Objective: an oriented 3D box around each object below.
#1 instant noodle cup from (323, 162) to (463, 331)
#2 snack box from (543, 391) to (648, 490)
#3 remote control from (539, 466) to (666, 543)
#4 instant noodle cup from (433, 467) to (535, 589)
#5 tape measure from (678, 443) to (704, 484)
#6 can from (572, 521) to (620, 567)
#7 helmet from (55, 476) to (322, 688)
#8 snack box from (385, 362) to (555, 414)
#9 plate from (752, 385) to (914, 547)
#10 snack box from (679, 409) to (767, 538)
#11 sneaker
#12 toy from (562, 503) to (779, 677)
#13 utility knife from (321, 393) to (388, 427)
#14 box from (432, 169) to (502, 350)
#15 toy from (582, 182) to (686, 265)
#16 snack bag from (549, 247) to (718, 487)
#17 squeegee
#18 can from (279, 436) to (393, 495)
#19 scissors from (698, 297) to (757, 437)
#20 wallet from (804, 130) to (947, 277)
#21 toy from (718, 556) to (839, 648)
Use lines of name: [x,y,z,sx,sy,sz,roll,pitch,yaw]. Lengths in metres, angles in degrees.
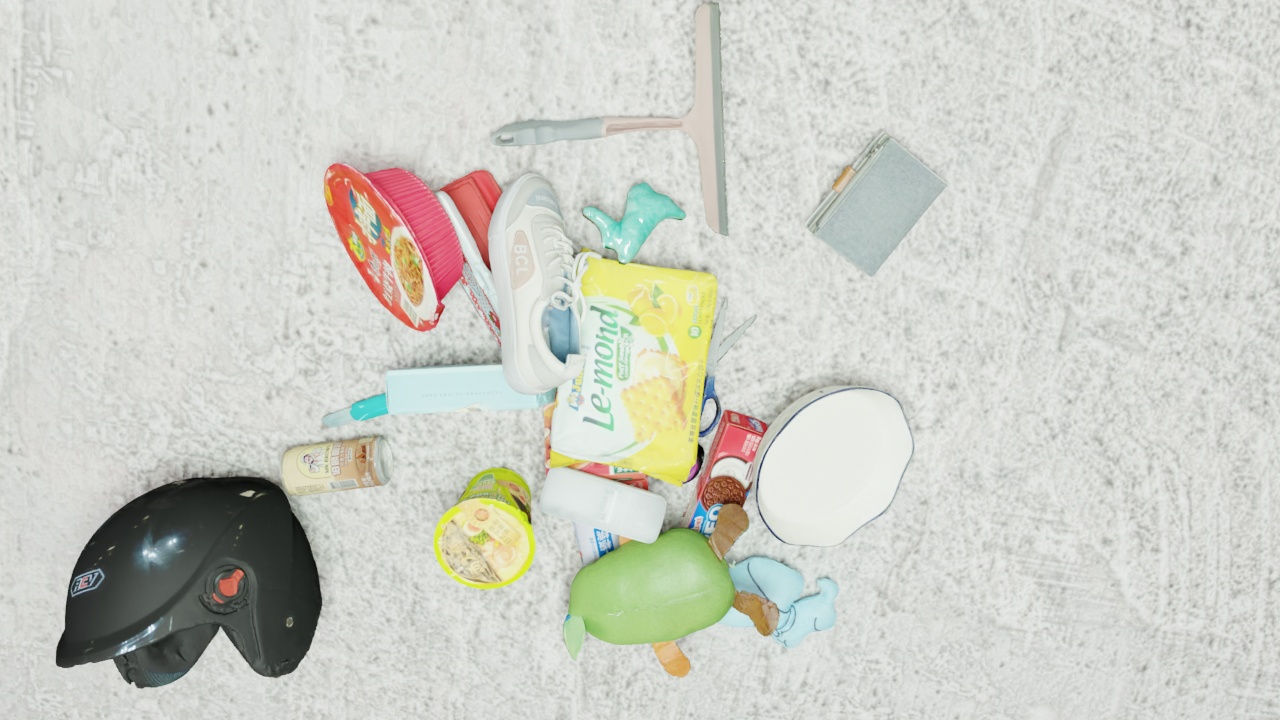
instant noodle cup: [-0.248,-0.126,0.955,0.065,0.194,0.194,-34,108,-29]
snack box: [-0.051,0.098,1.044,0.113,0.044,0.127,-5,72,0]
remote control: [-0.041,0.157,1.004,0.136,0.020,0.056,16,93,1]
instant noodle cup: [-0.172,0.183,1.059,0.111,0.123,0.112,0,108,-1]
tape measure: [0.044,0.116,1.085,0.057,0.039,0.058,33,99,-10]
can: [-0.054,0.195,1.100,0.053,0.053,0.135,-10,107,2]
helmet: [-0.491,0.243,1.004,0.234,0.274,0.230,-16,80,26]
snack box: [-0.186,0.030,1.014,0.175,0.074,0.051,-3,91,9]
plate: [0.216,0.117,1.054,0.204,0.045,0.205,-9,115,-19]
snack box: [0.091,0.165,1.091,0.057,0.058,0.208,19,106,-3]
sneaker: [-0.095,-0.089,0.942,0.091,0.089,0.242,-17,70,39]
toy: [0.025,0.258,1.044,0.247,0.090,0.227,-15,94,12]
utility knife: [-0.285,0.045,1.073,0.187,0.013,0.029,-17,103,3]
box: [-0.160,-0.097,0.988,0.095,0.098,0.201,-25,106,8]
toy: [-0.011,-0.149,0.976,0.096,0.030,0.092,34,81,-9]
snack bag: [-0.006,0.006,1.000,0.158,0.068,0.246,8,83,1]
squeegee: [-0.035,-0.246,0.975,0.250,0.040,0.248,-2,124,6]
can: [-0.354,0.124,1.073,0.116,0.058,0.058,-7,107,2]
scissors: [0.076,0.017,1.060,0.162,0.012,0.163,-26,117,-8]
wallet: [0.255,-0.171,1.002,0.106,0.037,0.130,32,105,-21]
toy: [0.163,0.296,1.136,0.161,0.049,0.156,-27,107,2]
